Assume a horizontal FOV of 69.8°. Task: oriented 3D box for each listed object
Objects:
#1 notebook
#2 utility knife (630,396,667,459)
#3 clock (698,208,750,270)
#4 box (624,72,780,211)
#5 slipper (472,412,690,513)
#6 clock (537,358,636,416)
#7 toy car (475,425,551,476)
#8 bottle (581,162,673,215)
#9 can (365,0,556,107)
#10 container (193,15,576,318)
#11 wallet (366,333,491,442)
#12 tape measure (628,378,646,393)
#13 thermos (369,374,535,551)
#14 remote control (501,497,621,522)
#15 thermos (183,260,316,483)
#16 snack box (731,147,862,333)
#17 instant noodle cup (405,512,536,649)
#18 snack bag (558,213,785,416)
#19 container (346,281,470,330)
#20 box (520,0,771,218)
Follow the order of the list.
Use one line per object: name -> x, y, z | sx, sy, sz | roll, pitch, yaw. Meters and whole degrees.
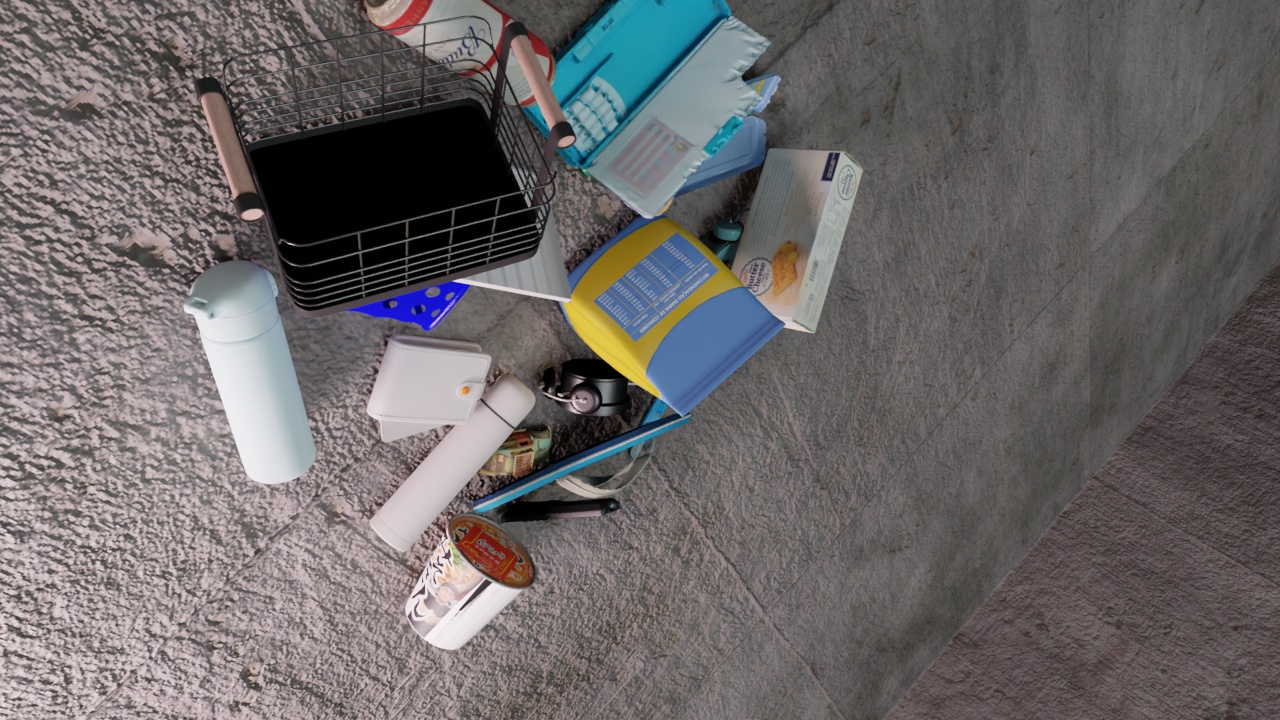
notebook -> -0.157, -0.133, 0.841 | 0.009, 0.142, 0.209 | -29, 156, 38
utility knife -> 0.029, 0.059, 1.235 | 0.031, 0.015, 0.175 | 19, 105, -44
clock -> 0.109, -0.133, 1.142 | 0.090, 0.053, 0.124 | 13, 109, -48
box -> 0.068, -0.251, 1.037 | 0.208, 0.034, 0.128 | -26, 144, -28
slipper -> -0.064, 0.138, 1.128 | 0.294, 0.118, 0.060 | -22, 92, -24
clock -> -0.063, 0.032, 1.069 | 0.120, 0.091, 0.043 | -11, 115, -46
toy car -> -0.144, 0.112, 1.081 | 0.111, 0.047, 0.047 | -11, 121, -39
bottle -> -0.015, -0.187, 0.937 | 0.043, 0.111, 0.043 | -29, 140, -27
can -> -0.149, -0.278, 0.781 | 0.170, 0.067, 0.067 | 21, 102, -49
container -> -0.189, -0.153, 0.702 | 0.241, 0.162, 0.130 | -19, 164, -21
wallet -> -0.223, 0.034, 0.960 | 0.118, 0.037, 0.115 | 7, 113, -42
tape measure -> -0.007, 0.007, 1.123 | 0.038, 0.062, 0.067 | -45, 177, -10
thermos -> -0.205, 0.110, 1.018 | 0.224, 0.052, 0.052 | -49, 140, -5
remote control -> -0.098, 0.179, 1.112 | 0.047, 0.151, 0.022 | -8, 89, -61
thermos -> -0.339, 0.013, 0.810 | 0.077, 0.065, 0.207 | -46, 146, -46
snack box -> 0.178, -0.144, 1.086 | 0.057, 0.104, 0.207 | 22, 84, -49
instant noodle cup -> -0.209, 0.268, 1.088 | 0.123, 0.123, 0.122 | 23, 110, -49
snack bag -> 0.031, -0.049, 1.004 | 0.158, 0.205, 0.102 | -41, 150, -14
container -> -0.226, -0.088, 0.819 | 0.113, 0.084, 0.085 | 12, 134, -46
box -> 0.015, -0.271, 0.903 | 0.182, 0.072, 0.227 | 43, 82, -7
